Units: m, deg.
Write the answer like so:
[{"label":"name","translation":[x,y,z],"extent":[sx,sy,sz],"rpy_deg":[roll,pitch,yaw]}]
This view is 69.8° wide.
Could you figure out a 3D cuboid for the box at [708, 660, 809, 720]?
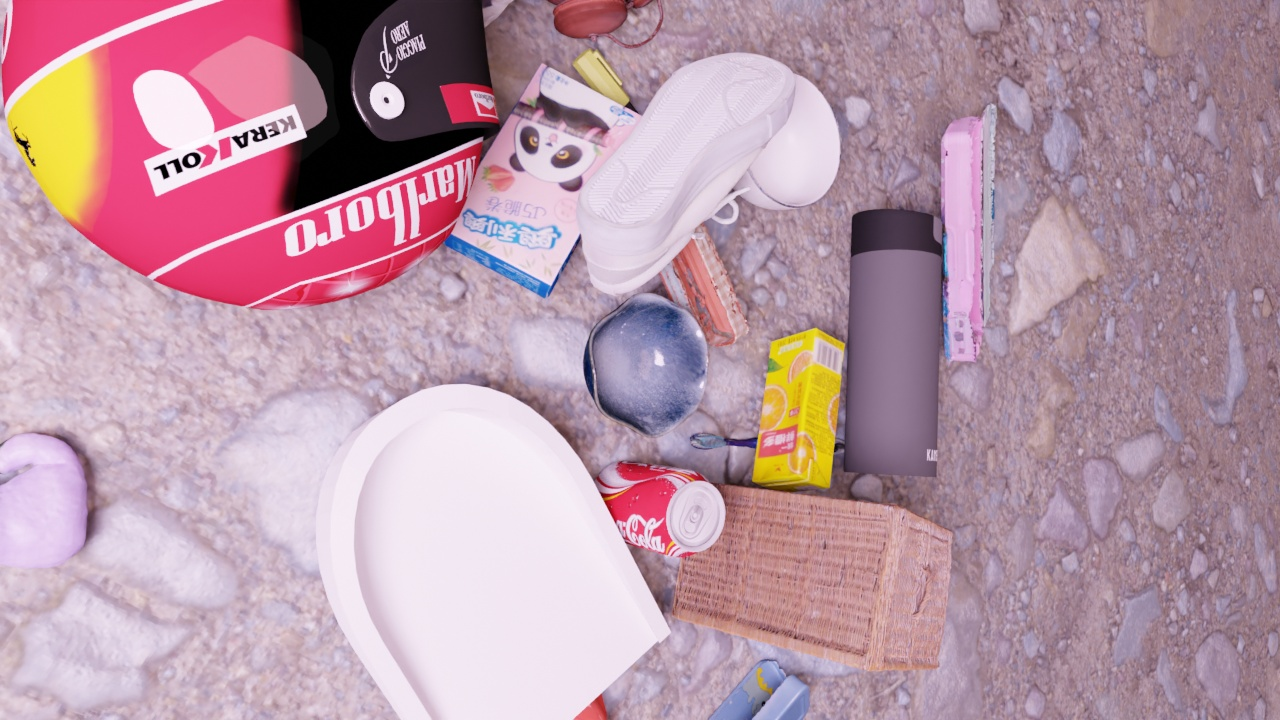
[{"label":"box","translation":[0.060,0.343,0.777],"extent":[0.209,0.059,0.068],"rpy_deg":[-39,139,-25]}]

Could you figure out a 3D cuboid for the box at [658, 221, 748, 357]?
[{"label":"box","translation":[0.021,-0.087,0.741],"extent":[0.063,0.056,0.188],"rpy_deg":[-34,105,-34]}]

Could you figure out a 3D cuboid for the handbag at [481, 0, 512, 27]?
[{"label":"handbag","translation":[-0.099,-0.302,0.574],"extent":[0.072,0.195,0.139],"rpy_deg":[-18,96,-26]}]

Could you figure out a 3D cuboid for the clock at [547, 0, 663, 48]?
[{"label":"clock","translation":[-0.032,-0.311,0.687],"extent":[0.120,0.072,0.158],"rpy_deg":[-46,112,-25]}]

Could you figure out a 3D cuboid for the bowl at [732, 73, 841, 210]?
[{"label":"bowl","translation":[0.110,-0.183,0.786],"extent":[0.113,0.063,0.113],"rpy_deg":[0,90,-34]}]

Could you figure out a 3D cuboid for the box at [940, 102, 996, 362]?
[{"label":"box","translation":[0.332,-0.133,0.923],"extent":[0.158,0.035,0.231],"rpy_deg":[-45,132,-52]}]

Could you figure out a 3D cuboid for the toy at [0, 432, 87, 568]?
[{"label":"toy","translation":[-0.356,0.079,0.495],"extent":[0.099,0.037,0.080],"rpy_deg":[3,78,-38]}]

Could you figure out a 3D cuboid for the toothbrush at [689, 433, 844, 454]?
[{"label":"toothbrush","translation":[0.121,0.075,0.819],"extent":[0.188,0.017,0.016],"rpy_deg":[5,85,-34]}]

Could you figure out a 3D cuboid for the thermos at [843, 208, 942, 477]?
[{"label":"thermos","translation":[0.234,-0.015,0.849],"extent":[0.082,0.082,0.240],"rpy_deg":[7,84,-33]}]

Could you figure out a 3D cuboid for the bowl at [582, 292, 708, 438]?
[{"label":"bowl","translation":[-0.004,0.004,0.714],"extent":[0.110,0.055,0.110],"rpy_deg":[1,89,-34]}]

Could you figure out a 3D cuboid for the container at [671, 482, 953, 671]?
[{"label":"container","translation":[0.136,0.169,0.722],"extent":[0.112,0.199,0.113],"rpy_deg":[23,74,-43]}]

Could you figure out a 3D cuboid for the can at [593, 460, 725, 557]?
[{"label":"can","translation":[0.011,0.111,0.694],"extent":[0.064,0.105,0.064],"rpy_deg":[0,89,-34]}]

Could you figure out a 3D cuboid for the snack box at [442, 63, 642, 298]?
[{"label":"snack box","translation":[-0.070,-0.131,0.666],"extent":[0.088,0.033,0.154],"rpy_deg":[27,73,-2]}]

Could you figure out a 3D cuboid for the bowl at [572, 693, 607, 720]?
[{"label":"bowl","translation":[-0.070,0.288,0.675],"extent":[0.130,0.045,0.130],"rpy_deg":[0,89,-34]}]

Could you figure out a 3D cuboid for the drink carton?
[{"label":"drink carton","translation":[0.137,0.045,0.791],"extent":[0.043,0.059,0.134],"rpy_deg":[25,64,-30]}]

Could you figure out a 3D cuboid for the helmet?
[{"label":"helmet","translation":[-0.191,-0.146,0.509],"extent":[0.270,0.198,0.225],"rpy_deg":[-33,107,-38]}]

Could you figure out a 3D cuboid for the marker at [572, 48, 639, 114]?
[{"label":"marker","translation":[-0.007,-0.195,0.735],"extent":[0.124,0.021,0.017],"rpy_deg":[47,21,-25]}]

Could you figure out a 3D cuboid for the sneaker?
[{"label":"sneaker","translation":[0.033,-0.139,0.681],"extent":[0.089,0.091,0.241],"rpy_deg":[29,57,17]}]

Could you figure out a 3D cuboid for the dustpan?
[{"label":"dustpan","translation":[-0.102,0.142,0.621],"extent":[0.191,0.053,0.258],"rpy_deg":[-35,97,-30]}]
